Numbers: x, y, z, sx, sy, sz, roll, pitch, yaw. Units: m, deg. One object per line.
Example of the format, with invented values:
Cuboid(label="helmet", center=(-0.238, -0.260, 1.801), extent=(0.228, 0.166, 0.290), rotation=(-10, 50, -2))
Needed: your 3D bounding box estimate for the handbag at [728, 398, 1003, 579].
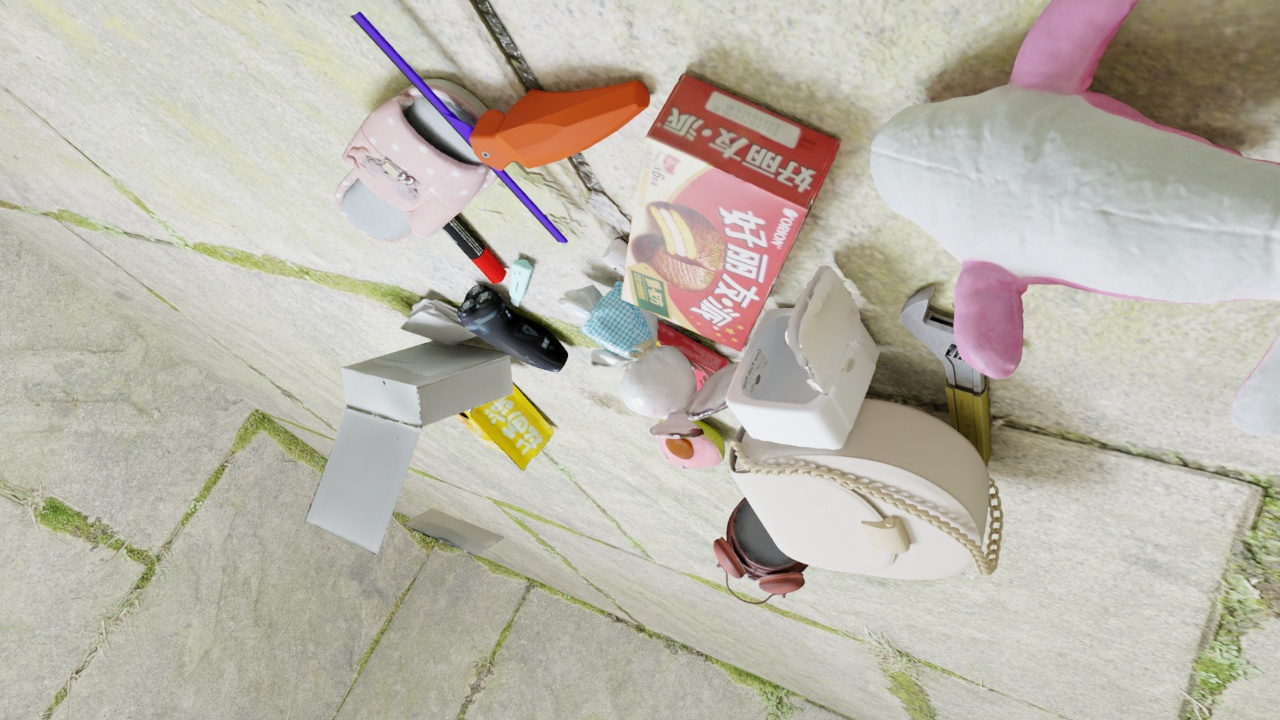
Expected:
Cuboid(label="handbag", center=(0.200, 0.113, 0.821), extent=(0.209, 0.103, 0.211), rotation=(-1, 141, 31))

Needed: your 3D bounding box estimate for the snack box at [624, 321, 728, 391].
Cuboid(label="snack box", center=(0.036, 0.007, 0.979), extent=(0.089, 0.021, 0.133), rotation=(29, 158, 0))

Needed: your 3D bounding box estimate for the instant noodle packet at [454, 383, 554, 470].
Cuboid(label="instant noodle packet", center=(-0.265, 0.070, 1.429), extent=(0.222, 0.084, 0.163), rotation=(18, 156, 40))

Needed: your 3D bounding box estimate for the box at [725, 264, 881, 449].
Cuboid(label="box", center=(0.123, -0.009, 0.721), extent=(0.124, 0.108, 0.137), rotation=(5, 150, 42))

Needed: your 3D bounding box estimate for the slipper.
Cuboid(label="slipper", center=(-0.210, -0.161, 0.821), extent=(0.114, 0.054, 0.275), rotation=(38, 149, -20))

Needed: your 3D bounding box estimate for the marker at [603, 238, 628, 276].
Cuboid(label="marker", center=(0.021, -0.064, 0.831), extent=(0.126, 0.025, 0.025), rotation=(36, 158, -19))

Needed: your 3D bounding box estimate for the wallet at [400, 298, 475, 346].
Cuboid(label="wallet", center=(-0.262, -0.050, 1.207), extent=(0.086, 0.032, 0.116), rotation=(26, 160, -26))

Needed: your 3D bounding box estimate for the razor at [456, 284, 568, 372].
Cuboid(label="razor", center=(-0.144, -0.035, 1.066), extent=(0.140, 0.052, 0.064), rotation=(31, 150, -15))

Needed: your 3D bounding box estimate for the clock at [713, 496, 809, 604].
Cuboid(label="clock", center=(0.159, 0.229, 1.149), extent=(0.120, 0.157, 0.072), rotation=(23, 164, 14))

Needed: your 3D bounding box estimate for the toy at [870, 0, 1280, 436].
Cuboid(label="toy", center=(0.227, -0.078, 0.430), extent=(0.127, 0.187, 0.266), rotation=(-2, -159, -30))

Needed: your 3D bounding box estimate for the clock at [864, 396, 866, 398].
Cuboid(label="clock", center=(0.187, 0.070, 0.890), extent=(0.148, 0.056, 0.104), rotation=(40, 152, -26))

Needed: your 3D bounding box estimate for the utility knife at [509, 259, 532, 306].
Cuboid(label="utility knife", center=(-0.131, -0.083, 0.993), extent=(0.022, 0.015, 0.129), rotation=(28, 162, -3))

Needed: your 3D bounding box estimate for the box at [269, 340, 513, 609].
Cuboid(label="box", center=(-0.326, 0.108, 1.178), extent=(0.167, 0.368, 0.150), rotation=(10, 150, 40))

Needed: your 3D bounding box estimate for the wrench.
Cuboid(label="wrench", center=(0.264, 0.027, 0.750), extent=(0.084, 0.018, 0.273), rotation=(16, 156, 29))

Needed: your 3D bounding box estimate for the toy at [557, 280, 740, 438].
Cuboid(label="toy", center=(-0.005, 0.005, 0.883), extent=(0.205, 0.130, 0.106), rotation=(40, 145, 15))

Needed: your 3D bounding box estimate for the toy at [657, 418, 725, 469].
Cuboid(label="toy", center=(0.059, 0.103, 1.127), extent=(0.090, 0.051, 0.110), rotation=(28, 160, 4))

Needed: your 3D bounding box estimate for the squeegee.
Cuboid(label="squeegee", center=(-0.072, -0.169, 0.667), extent=(0.185, 0.055, 0.249), rotation=(-5, 142, 38))

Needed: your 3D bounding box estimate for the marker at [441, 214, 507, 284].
Cuboid(label="marker", center=(-0.186, -0.131, 0.938), extent=(0.023, 0.021, 0.145), rotation=(48, 178, 45))

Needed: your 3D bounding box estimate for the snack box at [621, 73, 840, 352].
Cuboid(label="snack box", center=(0.055, -0.094, 0.673), extent=(0.113, 0.060, 0.237), rotation=(25, 159, 5))
